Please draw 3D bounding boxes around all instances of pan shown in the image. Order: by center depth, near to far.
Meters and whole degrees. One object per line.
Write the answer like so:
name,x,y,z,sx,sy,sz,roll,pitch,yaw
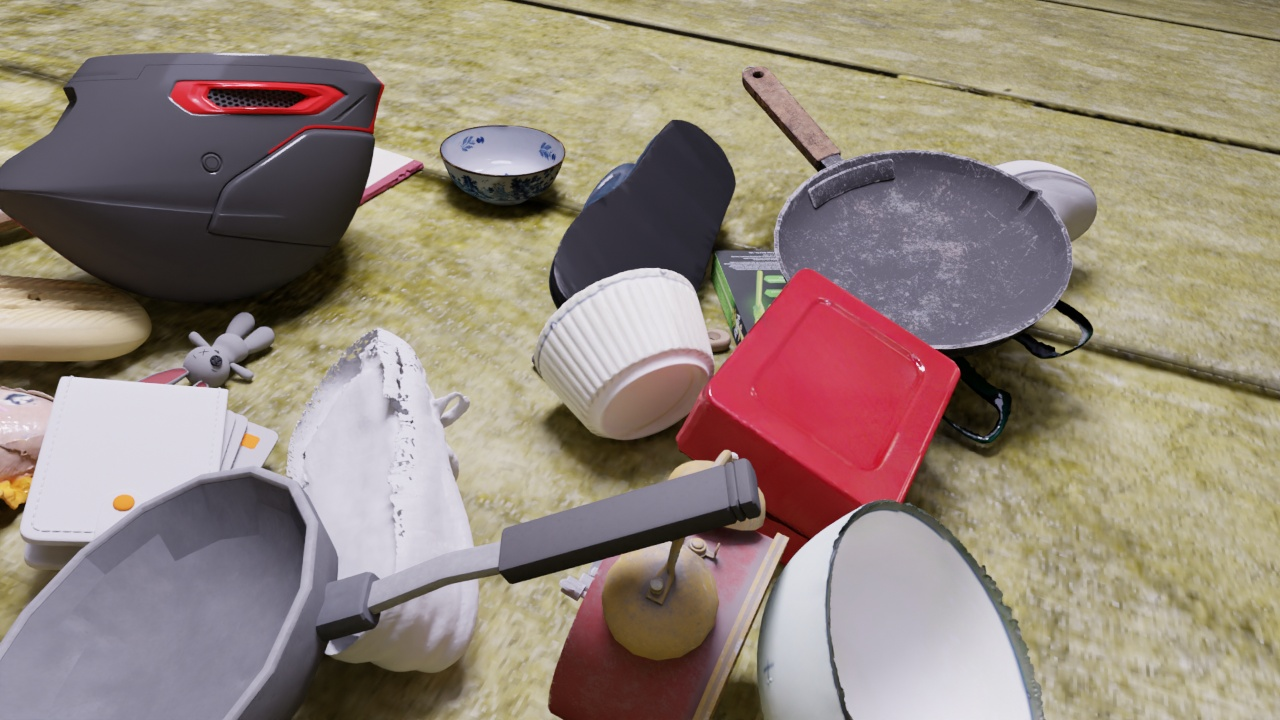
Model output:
pan,-0.122,0.102,0.371,0.358,0.041,0.178,-18,40,15
pan,0.167,-0.128,0.707,0.207,0.040,0.356,-22,50,-11

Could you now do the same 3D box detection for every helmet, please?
helmet,-0.311,-0.127,0.659,0.264,0.170,0.164,-9,15,-33

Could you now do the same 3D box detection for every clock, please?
clock,0.008,0.104,0.402,0.081,0.159,0.116,23,40,13

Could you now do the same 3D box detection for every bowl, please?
bowl,0.106,0.144,0.403,0.153,0.073,0.153,26,49,-34
bowl,-0.003,0.003,0.584,0.115,0.116,0.062,-13,55,-23
bowl,-0.127,-0.176,0.854,0.114,0.045,0.114,3,37,-3

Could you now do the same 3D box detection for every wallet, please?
wallet,-0.263,0.062,0.506,0.115,0.038,0.118,6,46,-23

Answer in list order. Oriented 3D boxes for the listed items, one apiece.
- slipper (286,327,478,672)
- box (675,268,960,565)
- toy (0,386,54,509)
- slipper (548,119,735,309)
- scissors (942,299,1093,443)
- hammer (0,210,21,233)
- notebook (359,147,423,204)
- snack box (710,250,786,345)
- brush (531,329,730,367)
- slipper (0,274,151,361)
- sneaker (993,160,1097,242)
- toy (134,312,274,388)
slipper,-0.139,0.065,0.509,0.112,0.074,0.246,-33,41,1
box,0.108,0.036,0.551,0.134,0.113,0.157,25,41,17
toy,-0.367,0.105,0.446,0.196,0.065,0.263,31,35,13
slipper,-0.004,-0.095,0.745,0.109,0.084,0.264,41,45,-13
scissors,0.229,-0.047,0.669,0.142,0.015,0.209,-31,62,-4
hammer,-0.451,-0.148,0.770,0.129,0.040,0.320,29,45,35
notebook,-0.322,-0.161,0.837,0.153,0.012,0.208,20,39,17
snack box,0.110,-0.038,0.717,0.080,0.025,0.147,-1,37,-9
brush,-0.002,-0.005,0.670,0.151,0.012,0.039,-10,39,-22
slipper,-0.450,-0.009,0.567,0.260,0.079,0.111,-2,30,-43
sneaker,0.288,-0.079,0.742,0.262,0.097,0.128,-20,51,-19
toy,-0.285,0.004,0.604,0.049,0.030,0.111,37,36,-6
